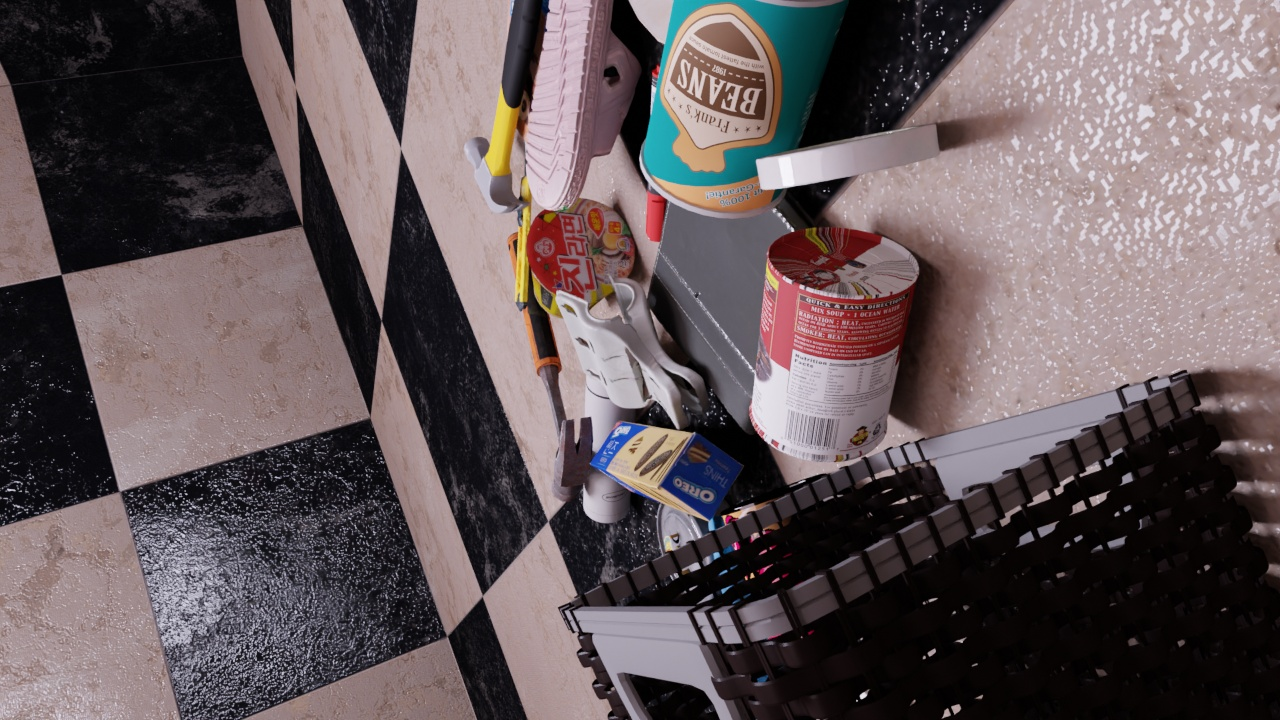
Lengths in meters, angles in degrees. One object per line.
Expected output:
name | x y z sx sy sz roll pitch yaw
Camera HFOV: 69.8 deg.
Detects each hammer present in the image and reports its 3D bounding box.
hammer | -0.123 -0.263 0.878 0.127 0.029 0.325 65 154 23
hammer | -0.104 -0.016 1.002 0.138 0.035 0.314 109 149 -58

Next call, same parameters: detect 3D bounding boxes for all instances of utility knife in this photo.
utility knife | -0.125 -0.161 0.992 0.030 0.019 0.217 9 94 59

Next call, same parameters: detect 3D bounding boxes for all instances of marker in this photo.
marker | 0.017 -0.165 0.738 0.023 0.021 0.145 -76 -9 -53

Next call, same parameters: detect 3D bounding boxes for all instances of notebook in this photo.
notebook | 0.063 -0.066 0.698 0.169 0.029 0.210 57 150 31

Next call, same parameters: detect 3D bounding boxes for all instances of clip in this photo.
clip | 0.006 -0.010 0.800 0.152 0.098 0.126 22 154 28

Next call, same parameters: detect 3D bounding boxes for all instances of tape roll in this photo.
tape roll | 0.110 -0.109 0.492 0.094 0.093 0.018 12 117 63

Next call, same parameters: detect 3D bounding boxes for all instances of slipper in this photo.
slipper | -0.041 -0.242 0.766 0.094 0.064 0.239 27 112 55

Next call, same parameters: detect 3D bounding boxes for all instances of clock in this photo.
clock | 0.060 0.182 0.833 0.147 0.056 0.104 67 156 18

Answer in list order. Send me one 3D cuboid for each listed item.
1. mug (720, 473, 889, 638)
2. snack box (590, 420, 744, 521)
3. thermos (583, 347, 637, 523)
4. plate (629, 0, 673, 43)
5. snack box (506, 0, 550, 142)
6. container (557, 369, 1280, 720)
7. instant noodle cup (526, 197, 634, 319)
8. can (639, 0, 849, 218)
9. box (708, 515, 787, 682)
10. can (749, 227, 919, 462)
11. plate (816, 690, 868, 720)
mug | 0.126 0.135 0.650 0.118 0.081 0.098 -27 79 38
snack box | 0.016 0.094 0.816 0.056 0.057 0.207 35 168 -14
thermos | -0.033 0.076 0.962 0.052 0.052 0.225 49 146 42
plate | 0.031 -0.307 0.611 0.189 0.027 0.189 44 143 47
snack box | -0.100 -0.287 0.893 0.087 0.034 0.152 56 150 34
container | 0.143 0.180 0.436 0.243 0.245 0.248 67 155 5
instant noodle cup | -0.065 -0.090 0.888 0.113 0.100 0.100 128 122 -73
can | 0.060 -0.173 0.550 0.099 0.099 0.144 57 151 31
box | 0.103 0.244 0.754 0.093 0.054 0.231 -91 -11 -79
can | 0.114 -0.010 0.556 0.086 0.086 0.117 45 143 46
plate | 0.172 0.280 0.694 0.104 0.026 0.104 45 144 45
